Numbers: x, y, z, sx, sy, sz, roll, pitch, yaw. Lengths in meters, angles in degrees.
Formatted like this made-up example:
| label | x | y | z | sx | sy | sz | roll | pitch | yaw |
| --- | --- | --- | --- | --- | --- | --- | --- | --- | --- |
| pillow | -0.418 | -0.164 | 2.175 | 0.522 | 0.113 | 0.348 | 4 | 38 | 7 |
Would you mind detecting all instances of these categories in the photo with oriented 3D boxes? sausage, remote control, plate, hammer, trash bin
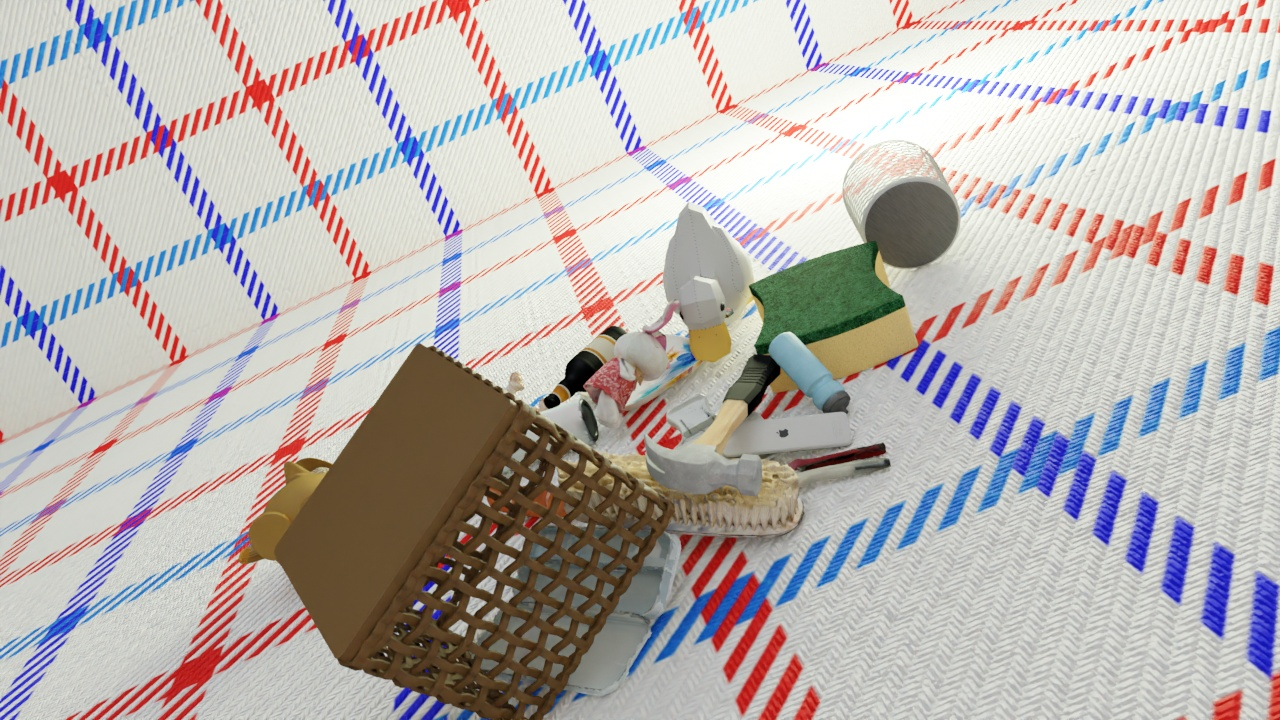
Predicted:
| label | x | y | z | sx | sy | sz | roll | pitch | yaw |
| --- | --- | --- | --- | --- | --- | --- | --- | --- | --- |
| sausage | -0.132 | 0.178 | 1.170 | 0.165 | 0.044 | 0.039 | -4 | 40 | 40 |
| remote control | 0.167 | 0.086 | 1.058 | 0.147 | 0.008 | 0.045 | -7 | 51 | 8 |
| plate | 0.004 | 0.019 | 1.420 | 0.186 | 0.016 | 0.187 | -34 | 24 | -21 |
| hammer | 0.104 | 0.061 | 1.043 | 0.131 | 0.039 | 0.327 | 4 | 21 | 20 |
| trash bin | 0.401 | -0.239 | 1.414 | 0.157 | 0.156 | 0.183 | -19 | 26 | 14 |

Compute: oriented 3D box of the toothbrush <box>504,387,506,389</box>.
| label | x | y | z | sx | sy | sz | roll | pitch | yaw |
| --- | --- | --- | --- | --- | --- | --- | --- | --- | --- |
| toothbrush | -0.282 | 0.090 | 1.553 | 0.154 | 0.016 | 0.022 | -35 | -7 | -26 |

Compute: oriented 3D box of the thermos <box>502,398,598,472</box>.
| label | x | y | z | sx | sy | sz | roll | pitch | yaw |
| --- | --- | --- | --- | --- | --- | --- | --- | --- | --- |
| thermos | -0.176 | 0.120 | 1.316 | 0.230 | 0.068 | 0.067 | -20 | 23 | 12 |

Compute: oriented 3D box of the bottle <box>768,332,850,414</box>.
| label | x | y | z | sx | sy | sz | roll | pitch | yaw |
| --- | --- | --- | --- | --- | --- | --- | --- | --- | --- |
| bottle | 0.208 | 0.020 | 1.118 | 0.040 | 0.040 | 0.130 | -30 | 57 | -12 |

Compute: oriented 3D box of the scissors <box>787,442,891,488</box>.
| label | x | y | z | sx | sy | sz | roll | pitch | yaw |
| --- | --- | --- | --- | --- | --- | --- | --- | --- | --- |
| scissors | 0.177 | 0.121 | 1.013 | 0.188 | 0.015 | 0.146 | 3 | 32 | 45 |

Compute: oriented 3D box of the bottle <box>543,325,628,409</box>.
| label | x | y | z | sx | sy | sz | roll | pitch | yaw |
| --- | --- | --- | --- | --- | --- | --- | --- | --- | --- |
| bottle | -0.083 | 0.017 | 1.410 | 0.059 | 0.059 | 0.181 | -1 | 32 | 44 |

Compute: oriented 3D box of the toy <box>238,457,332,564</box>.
| label | x | y | z | sx | sy | sz | roll | pitch | yaw |
| --- | --- | --- | --- | --- | --- | --- | --- | --- | --- |
| toy | -0.455 | 0.211 | 1.297 | 0.198 | 0.162 | 0.203 | -23 | 12 | -4 |

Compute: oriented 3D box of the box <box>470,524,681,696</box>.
| label | x | y | z | sx | sy | sz | roll | pitch | yaw |
| --- | --- | --- | --- | --- | --- | --- | --- | --- | --- |
| box | -0.068 | 0.254 | 0.946 | 0.210 | 0.061 | 0.192 | -8 | 47 | 37 |

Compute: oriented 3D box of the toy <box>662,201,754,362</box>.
| label | x | y | z | sx | sy | sz | roll | pitch | yaw |
| --- | --- | --- | --- | --- | --- | --- | --- | --- | --- |
| toy | 0.100 | -0.119 | 1.399 | 0.141 | 0.246 | 0.267 | -12 | -2 | 13 |

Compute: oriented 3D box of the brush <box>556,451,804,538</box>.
| label | x | y | z | sx | sy | sz | roll | pitch | yaw |
| --- | --- | --- | --- | --- | --- | --- | --- | --- | --- |
| brush | 0.039 | 0.143 | 0.991 | 0.272 | 0.057 | 0.083 | 1 | 30 | 21 |

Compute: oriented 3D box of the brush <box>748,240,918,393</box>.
| label | x | y | z | sx | sy | sz | roll | pitch | yaw |
| --- | --- | --- | --- | --- | --- | --- | --- | --- | --- |
| brush | 0.258 | -0.065 | 1.272 | 0.195 | 0.075 | 0.249 | -19 | 23 | 13 |

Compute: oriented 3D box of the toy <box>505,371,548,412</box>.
| label | x | y | z | sx | sy | sz | roll | pitch | yaw |
| --- | --- | --- | --- | --- | --- | --- | --- | --- | --- |
| toy | -0.187 | 0.081 | 1.401 | 0.074 | 0.085 | 0.105 | -35 | 23 | 36 |

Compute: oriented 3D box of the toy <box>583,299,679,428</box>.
| label | x | y | z | sx | sy | sz | roll | pitch | yaw |
| --- | --- | --- | --- | --- | --- | --- | --- | --- | --- |
| toy | -0.008 | 0.008 | 1.302 | 0.193 | 0.084 | 0.159 | -54 | -11 | -27 |

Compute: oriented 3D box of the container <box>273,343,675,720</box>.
| label | x | y | z | sx | sy | sz | roll | pitch | yaw |
| --- | --- | --- | --- | --- | --- | --- | --- | --- | --- |
| container | -0.159 | 0.161 | 0.868 | 0.220 | 0.214 | 0.251 | 24 | 78 | 53 |

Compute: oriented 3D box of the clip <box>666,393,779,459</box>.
| label | x | y | z | sx | sy | sz | roll | pitch | yaw |
| --- | --- | --- | --- | --- | --- | --- | --- | --- | --- |
| clip | 0.089 | 0.101 | 1.108 | 0.124 | 0.074 | 0.144 | -26 | 32 | -11 |
